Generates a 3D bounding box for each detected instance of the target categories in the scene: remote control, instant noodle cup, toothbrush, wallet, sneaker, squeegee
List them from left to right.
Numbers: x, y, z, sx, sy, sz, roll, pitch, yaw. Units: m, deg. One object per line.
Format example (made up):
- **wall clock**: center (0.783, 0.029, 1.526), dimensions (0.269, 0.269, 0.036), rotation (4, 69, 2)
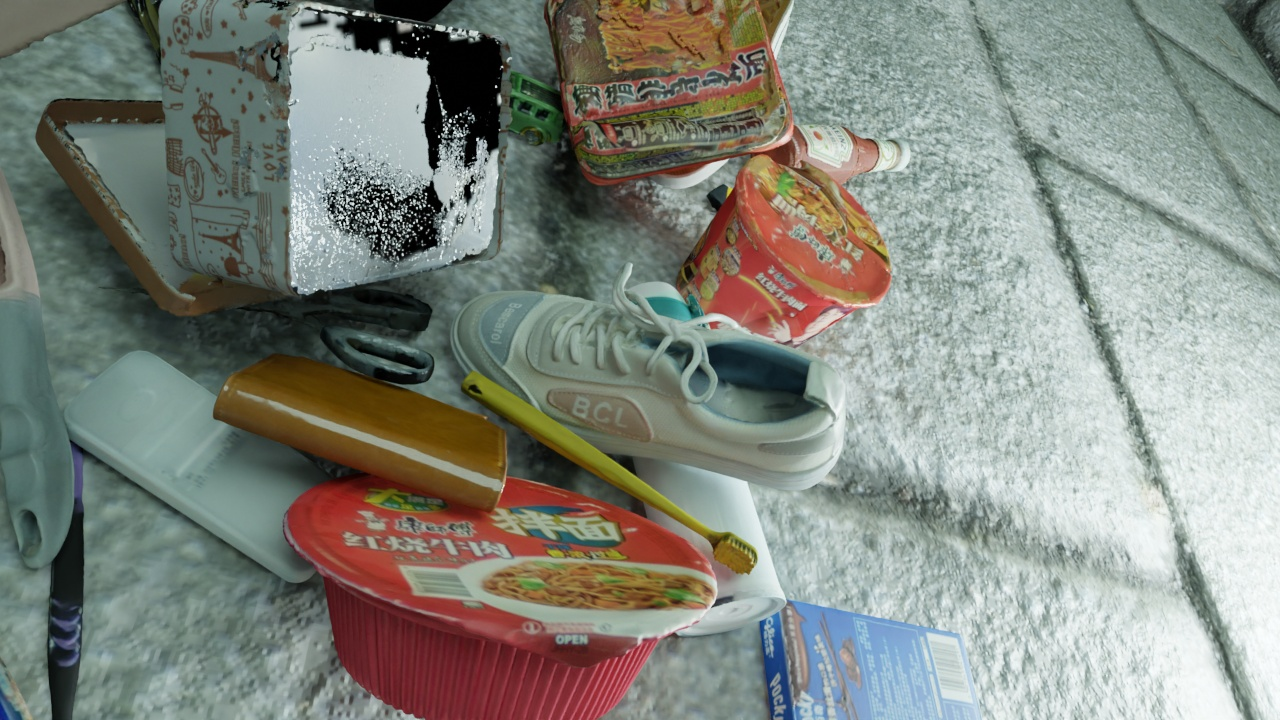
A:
- **squeegee**: center (-0.283, -0.033, 0.402), dimensions (0.040, 0.248, 0.249), rotation (11, 64, -83)
- **toothbrush**: center (-0.239, 0.105, 0.382), dimensions (0.014, 0.017, 0.188), rotation (2, 55, -32)
- **remote control**: center (-0.204, 0.051, 0.443), dimensions (0.136, 0.020, 0.055), rotation (37, 44, -10)
- **wallet**: center (-0.131, 0.030, 0.462), dimensions (0.130, 0.119, 0.035), rotation (21, 92, -11)
- **instant noodle cup**: center (-0.065, 0.108, 0.417), dimensions (0.193, 0.194, 0.066), rotation (9, 97, -31)
- **toothbrush**: center (-0.018, 0.061, 0.502), dimensions (0.190, 0.016, 0.016), rotation (32, 12, 6)
- **sneaker**: center (-0.003, 0.003, 0.515), dimensions (0.242, 0.091, 0.089), rotation (16, 61, 13)
- **instant noodle cup**: center (0.018, -0.219, 0.713), dimensions (0.164, 0.079, 0.188), rotation (-11, 72, -1)
- **sneaker**: center (0.070, -0.236, 0.810), dimensions (0.118, 0.088, 0.240), rotation (22, 67, 10)
- **instant noodle cup**: center (0.101, -0.066, 0.689), dimensions (0.137, 0.109, 0.137), rotation (19, 48, -23)

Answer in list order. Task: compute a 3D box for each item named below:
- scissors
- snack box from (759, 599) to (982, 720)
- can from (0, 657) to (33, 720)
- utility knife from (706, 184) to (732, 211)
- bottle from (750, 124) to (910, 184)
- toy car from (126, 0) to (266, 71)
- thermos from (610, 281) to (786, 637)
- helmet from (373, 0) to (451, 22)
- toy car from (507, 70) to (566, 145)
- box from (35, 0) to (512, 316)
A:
- **scissors**: center (-0.187, -0.028, 0.500), dimensions (0.175, 0.014, 0.159), rotation (32, 23, 19)
- **snack box**: center (0.147, 0.204, 0.574), dimensions (0.157, 0.026, 0.084), rotation (17, 49, -24)
- **can**: center (-0.271, 0.099, 0.321), dimensions (0.148, 0.075, 0.049), rotation (52, 41, 8)
- **utility knife**: center (0.126, -0.108, 0.807), dimensions (0.164, 0.015, 0.033), rotation (27, 52, -18)
- **bottle**: center (0.193, -0.199, 0.892), dimensions (0.205, 0.060, 0.059), rotation (-12, 65, -40)
- **toy car**: center (-0.279, -0.217, 0.583), dimensions (0.070, 0.042, 0.158), rotation (-19, 73, -42)
- **thermos**: center (0.028, 0.052, 0.575), dimensions (0.073, 0.073, 0.224), rotation (6, 55, -32)
- **helmet**: center (-0.186, -0.393, 0.648), dimensions (0.233, 0.230, 0.274), rotation (42, 5, -1)
- **toy car**: center (-0.098, -0.198, 0.702), dimensions (0.091, 0.036, 0.043), rotation (14, 52, -22)
- **box**: center (-0.192, -0.111, 0.497), dimensions (0.181, 0.154, 0.182), rotation (14, 18, 21)
